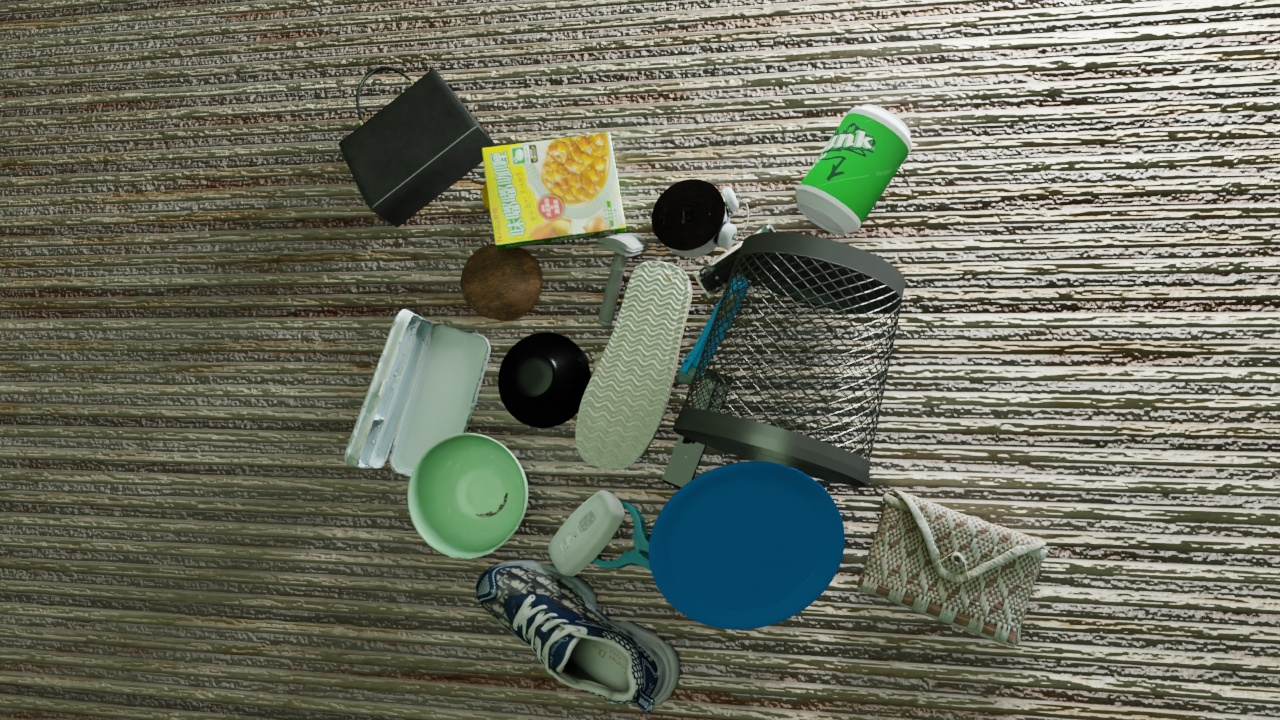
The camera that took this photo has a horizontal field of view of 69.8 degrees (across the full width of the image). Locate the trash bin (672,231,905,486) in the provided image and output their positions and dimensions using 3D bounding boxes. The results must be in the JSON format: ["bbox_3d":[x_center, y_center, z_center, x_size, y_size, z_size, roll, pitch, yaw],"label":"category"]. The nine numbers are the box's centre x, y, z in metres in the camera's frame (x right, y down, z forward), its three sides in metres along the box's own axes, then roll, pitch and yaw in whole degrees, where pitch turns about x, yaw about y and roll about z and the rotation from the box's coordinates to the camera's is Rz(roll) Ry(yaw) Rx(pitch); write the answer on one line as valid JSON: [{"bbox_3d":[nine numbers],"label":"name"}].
[{"bbox_3d":[0.172,-0.001,1.020,0.218,0.218,0.227,15,82,13],"label":"trash bin"}]

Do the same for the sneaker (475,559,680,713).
[{"bbox_3d":[-0.086,0.322,1.068,0.269,0.132,0.103,28,91,15],"label":"sneaker"}]

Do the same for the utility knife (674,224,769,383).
[{"bbox_3d":[0.103,-0.064,1.119,0.031,0.015,0.220,25,100,-12],"label":"utility knife"}]

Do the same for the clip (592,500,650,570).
[{"bbox_3d":[-0.005,0.215,1.114,0.122,0.033,0.120,-9,71,21],"label":"clip"}]

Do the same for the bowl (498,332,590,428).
[{"bbox_3d":[-0.129,0.022,1.155,0.124,0.052,0.124,-1,83,11],"label":"bowl"}]

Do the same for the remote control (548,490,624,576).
[{"bbox_3d":[-0.066,0.208,1.115,0.114,0.028,0.060,-50,45,12],"label":"remote control"}]

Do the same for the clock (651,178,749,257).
[{"bbox_3d":[0.074,-0.175,1.138,0.123,0.035,0.094,0,75,20],"label":"clock"}]

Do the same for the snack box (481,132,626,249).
[{"bbox_3d":[-0.111,-0.218,1.176,0.168,0.027,0.132,-9,81,-4],"label":"snack box"}]

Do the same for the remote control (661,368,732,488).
[{"bbox_3d":[0.070,0.085,1.127,0.034,0.013,0.150,22,88,13],"label":"remote control"}]

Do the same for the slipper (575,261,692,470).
[{"bbox_3d":[-0.007,0.007,1.134,0.115,0.052,0.263,19,91,15],"label":"slipper"}]

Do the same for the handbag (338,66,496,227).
[{"bbox_3d":[-0.322,-0.315,1.233,0.176,0.072,0.195,-36,74,5],"label":"handbag"}]

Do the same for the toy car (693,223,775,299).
[{"bbox_3d":[0.120,-0.123,1.131,0.113,0.039,0.039,-33,107,7],"label":"toy car"}]

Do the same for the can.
[{"bbox_3d":[0.253,-0.226,1.091,0.088,0.088,0.140,34,90,13],"label":"can"}]

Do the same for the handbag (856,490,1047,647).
[{"bbox_3d":[0.350,0.232,1.036,0.186,0.047,0.124,18,88,13],"label":"handbag"}]

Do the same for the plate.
[{"bbox_3d":[0.121,0.211,1.052,0.224,0.024,0.225,-1,112,-3],"label":"plate"}]

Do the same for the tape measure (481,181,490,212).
[{"bbox_3d":[-0.178,-0.215,1.206,0.059,0.030,0.068,15,80,12],"label":"tape measure"}]

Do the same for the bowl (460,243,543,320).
[{"bbox_3d":[-0.185,-0.105,1.196,0.114,0.026,0.102,18,87,13],"label":"bowl"}]

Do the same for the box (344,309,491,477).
[{"bbox_3d":[-0.281,0.047,1.157,0.129,0.105,0.210,13,86,9],"label":"box"}]

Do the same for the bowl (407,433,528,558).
[{"bbox_3d":[-0.204,0.166,1.139,0.151,0.077,0.151,-1,84,10],"label":"bowl"}]

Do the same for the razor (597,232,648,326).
[{"bbox_3d":[-0.032,-0.099,1.149,0.047,0.088,0.116,18,106,13],"label":"razor"}]
